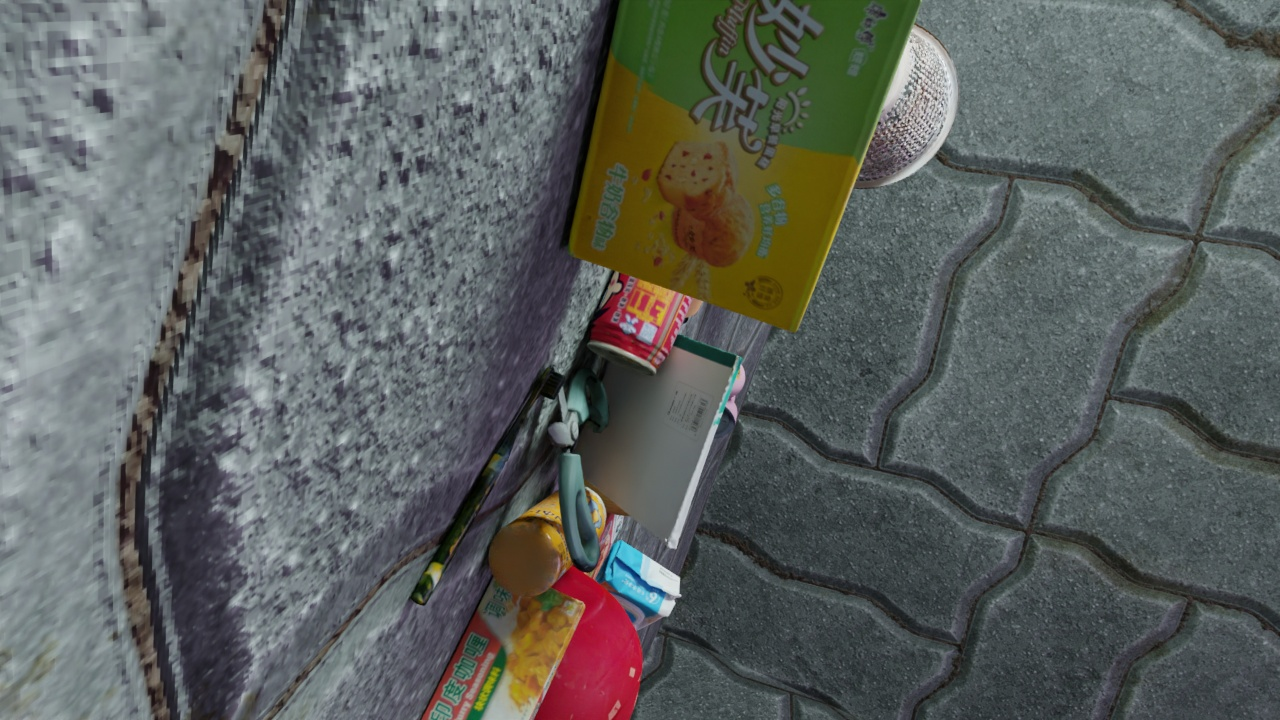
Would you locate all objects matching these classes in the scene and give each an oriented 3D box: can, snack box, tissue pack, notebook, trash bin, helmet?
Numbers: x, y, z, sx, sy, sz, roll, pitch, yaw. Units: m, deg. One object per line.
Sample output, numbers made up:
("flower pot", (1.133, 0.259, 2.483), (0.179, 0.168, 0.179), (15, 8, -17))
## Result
("can", (-0.073, 0.145, 0.758), (0.146, 0.058, 0.058), (-20, 132, -76))
("snack box", (0.055, -0.139, 0.547), (0.069, 0.158, 0.210), (-59, 167, -57))
("snack box", (-0.057, 0.194, 0.979), (0.127, 0.044, 0.113), (99, 16, -52))
("can", (0.003, -0.042, 0.733), (0.066, 0.066, 0.093), (61, 52, -77))
("tissue pack", (-0.025, 0.267, 1.048), (0.140, 0.090, 0.063), (-42, -162, 45))
("notebook", (0.005, 0.048, 0.752), (0.209, 0.012, 0.150), (25, -85, 64))
("trash bin", (0.268, -0.340, 1.141), (0.191, 0.228, 0.227), (-3, 115, -65))
("helmet", (-0.082, 0.312, 0.837), (0.206, 0.144, 0.240), (-38, 150, -74))
("snack box", (-0.111, 0.248, 0.723), (0.027, 0.077, 0.155), (86, 28, -67))

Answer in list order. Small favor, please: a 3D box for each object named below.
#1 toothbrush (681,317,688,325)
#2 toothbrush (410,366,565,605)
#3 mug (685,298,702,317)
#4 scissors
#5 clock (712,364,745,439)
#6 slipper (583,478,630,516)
("toothbrush", (0.046, -0.081, 1.029), (0.016, 0.014, 0.190), (-41, 162, -13))
("toothbrush", (-0.097, 0.079, 0.609), (0.012, 0.017, 0.185), (100, 16, -60))
("mug", (0.042, -0.101, 0.809), (0.078, 0.078, 0.123), (-55, 168, -51))
("scissors", (-0.046, 0.084, 0.720), (0.170, 0.019, 0.179), (-5, 91, -80))
("clock", (0.058, 0.029, 1.037), (0.159, 0.117, 0.059), (98, 7, -60))
("slipper", (0.003, 0.062, 0.900), (0.081, 0.092, 0.191), (-52, 158, -65))
